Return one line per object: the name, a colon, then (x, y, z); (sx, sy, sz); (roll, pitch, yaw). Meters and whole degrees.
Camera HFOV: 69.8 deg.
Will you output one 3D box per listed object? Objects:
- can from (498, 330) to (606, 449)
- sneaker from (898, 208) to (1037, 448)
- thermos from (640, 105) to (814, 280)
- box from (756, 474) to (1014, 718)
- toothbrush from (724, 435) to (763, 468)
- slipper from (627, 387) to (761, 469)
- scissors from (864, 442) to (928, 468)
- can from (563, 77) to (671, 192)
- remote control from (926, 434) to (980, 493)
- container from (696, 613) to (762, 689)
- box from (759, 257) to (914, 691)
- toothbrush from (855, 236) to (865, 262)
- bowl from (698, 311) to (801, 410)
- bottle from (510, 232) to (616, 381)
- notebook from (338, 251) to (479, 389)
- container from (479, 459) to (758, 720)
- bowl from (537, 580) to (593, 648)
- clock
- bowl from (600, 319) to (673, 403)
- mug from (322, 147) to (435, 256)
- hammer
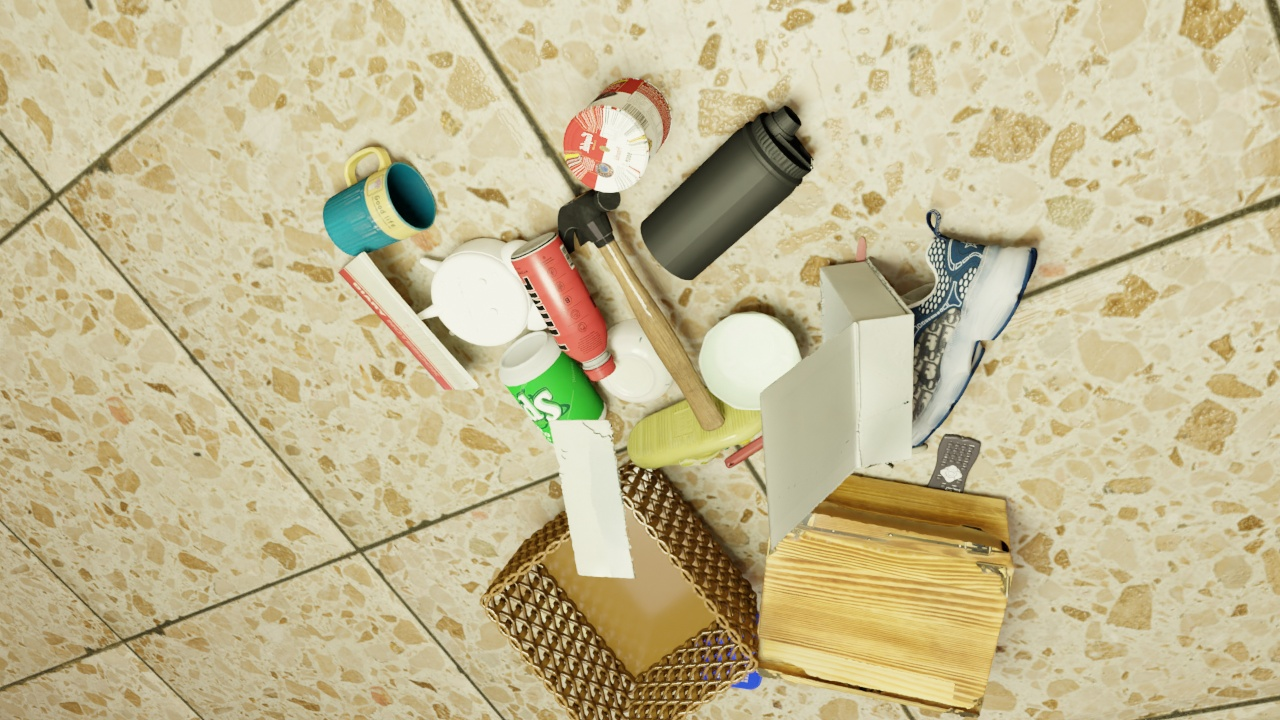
can: (-0.108, 0.038, 1.141); (0.088, 0.087, 0.140); (-18, 122, 25)
sneaker: (0.310, -0.027, 0.999); (0.132, 0.103, 0.270); (29, 125, 15)
thermos: (0.097, -0.178, 0.962); (0.086, 0.085, 0.199); (43, 122, -11)
box: (0.293, 0.274, 1.133); (0.279, 0.167, 0.245); (9, 122, 13)
toothbrush: (0.177, 0.087, 1.140); (0.016, 0.016, 0.190); (45, 122, -13)
slipper: (0.078, 0.093, 1.130); (0.191, 0.091, 0.081); (-21, 132, 17)
scissors: (0.274, 0.111, 1.058); (0.155, 0.162, 0.012); (-5, 93, 55)
can: (-0.022, -0.234, 0.944); (0.087, 0.116, 0.087); (7, 122, 12)
remote control: (0.377, 0.144, 1.120); (0.046, 0.009, 0.125); (12, 123, 9)
container: (0.134, 0.411, 1.323); (0.096, 0.058, 0.114); (4, 121, 14)
box: (0.184, 0.067, 0.839); (0.119, 0.477, 0.166); (2, 117, 21)
toothbrush: (0.244, -0.052, 1.038); (0.015, 0.015, 0.185); (2, 119, 7)
bowl: (0.131, -0.006, 1.065); (0.117, 0.061, 0.117); (5, 108, 14)
bottle: (-0.082, -0.057, 1.057); (0.062, 0.062, 0.176); (-19, 111, 25)
notebook: (-0.293, -0.042, 1.151); (0.209, 0.012, 0.153); (51, 158, -15)
container: (-0.014, 0.294, 1.139); (0.220, 0.214, 0.251); (-38, 91, 10)
bowl: (-0.067, 0.337, 1.327); (0.151, 0.075, 0.151); (7, 121, 12)
clock: (-0.188, -0.079, 1.112); (0.161, 0.072, 0.125); (-7, 118, 20)
bowl: (-0.007, 0.007, 1.124); (0.105, 0.054, 0.105); (7, 121, 13)
mug: (-0.314, -0.191, 1.085); (0.107, 0.083, 0.113); (-17, 92, 28)
hammer: (0.007, -0.050, 1.037); (0.305, 0.040, 0.132); (59, 156, -14)
